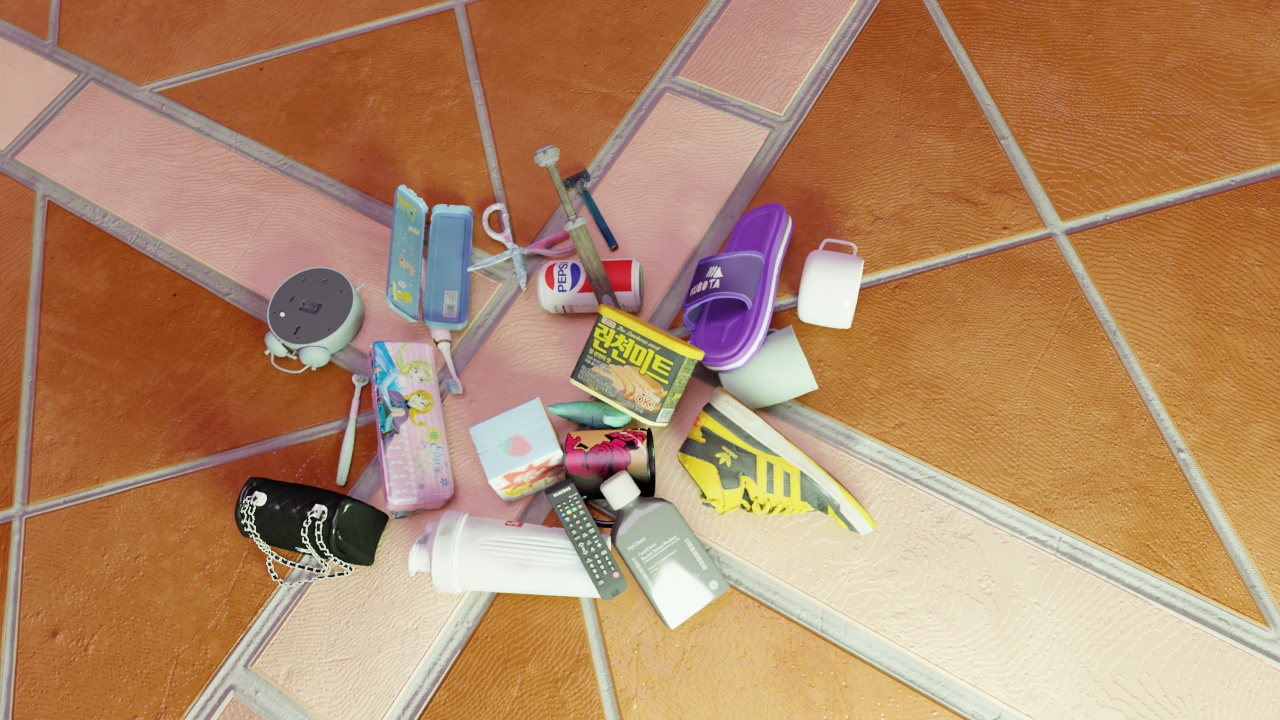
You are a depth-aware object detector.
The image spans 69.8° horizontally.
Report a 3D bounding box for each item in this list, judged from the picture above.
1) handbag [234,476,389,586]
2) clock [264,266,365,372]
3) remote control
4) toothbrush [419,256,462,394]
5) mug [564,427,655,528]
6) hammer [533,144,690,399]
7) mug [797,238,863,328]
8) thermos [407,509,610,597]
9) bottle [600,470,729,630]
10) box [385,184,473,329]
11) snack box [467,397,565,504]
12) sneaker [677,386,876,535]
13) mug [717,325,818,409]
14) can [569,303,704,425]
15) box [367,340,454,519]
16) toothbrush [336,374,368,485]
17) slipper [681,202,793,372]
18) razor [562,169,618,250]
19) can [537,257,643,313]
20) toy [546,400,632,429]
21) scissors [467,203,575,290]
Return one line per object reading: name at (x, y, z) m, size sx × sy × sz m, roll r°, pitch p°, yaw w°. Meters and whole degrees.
handbag at (-0.397, 0.203, 1.077) m, size 0.154 × 0.125 × 0.114 m, roll 12°, pitch 66°, yaw 13°
clock at (-0.448, -0.055, 1.255) m, size 0.122 × 0.045 × 0.159 m, roll 16°, pitch 68°, yaw 15°
remote control at (-0.062, 0.196, 1.018) m, size 0.033 × 0.015 × 0.146 m, roll -24°, pitch 65°, yaw -16°
toothbrush at (-0.274, -0.048, 1.238) m, size 0.026 × 0.027 × 0.222 m, roll -9°, pitch 60°, yaw -26°
mug at (-0.034, 0.140, 1.084) m, size 0.098 × 0.082 × 0.117 m, roll -4°, pitch 65°, yaw 6°
hammer at (-0.057, -0.124, 1.157) m, size 0.147 × 0.028 × 0.317 m, roll -23°, pitch 92°, yaw 2°
mug at (0.240, -0.100, 1.154) m, size 0.068 × 0.094 × 0.115 m, roll 11°, pitch 74°, yaw 14°
thermos at (-0.147, 0.227, 1.058) m, size 0.220 × 0.099 × 0.099 m, roll 5°, pitch 65°, yaw 4°
bottle at (0.016, 0.203, 1.025) m, size 0.083 × 0.046 × 0.174 m, roll -34°, pitch 92°, yaw -9°
box at (-0.289, -0.139, 1.252) m, size 0.124 × 0.043 × 0.209 m, roll 15°, pitch 53°, yaw -29°
snack box at (-0.142, 0.111, 1.105) m, size 0.093 × 0.095 × 0.079 m, roll -24°, pitch 63°, yaw -5°
sneaker at (0.146, 0.148, 1.054) m, size 0.238 × 0.086 × 0.122 m, roll 40°, pitch 94°, yaw 9°
mug at (0.150, 0.006, 1.130) m, size 0.104 × 0.084 × 0.111 m, roll -23°, pitch 40°, yaw 10°
can at (-0.006, 0.006, 1.095) m, size 0.131 × 0.072 × 0.101 m, roll 28°, pitch 97°, yaw 23°
box at (-0.298, 0.087, 1.171) m, size 0.084 × 0.071 × 0.230 m, roll 1°, pitch 59°, yaw -28°
toothbrush at (-0.376, 0.089, 1.192) m, size 0.022 × 0.015 × 0.154 m, roll 15°, pitch 61°, yaw -24°
slipper at (0.112, -0.113, 1.149) m, size 0.107 × 0.084 × 0.265 m, roll -10°, pitch 45°, yaw 41°
razor at (-0.066, -0.213, 1.294) m, size 0.042 × 0.022 × 0.144 m, roll -26°, pitch 64°, yaw -4°
can at (-0.064, -0.098, 1.210) m, size 0.132 × 0.070 × 0.070 m, roll -1°, pitch 64°, yaw 7°
toy at (-0.055, 0.067, 1.124) m, size 0.105 × 0.085 × 0.033 m, roll 6°, pitch 89°, yaw 31°
scissors at (-0.167, -0.166, 1.280) m, size 0.170 × 0.013 × 0.176 m, roll -24°, pitch 57°, yaw -12°
